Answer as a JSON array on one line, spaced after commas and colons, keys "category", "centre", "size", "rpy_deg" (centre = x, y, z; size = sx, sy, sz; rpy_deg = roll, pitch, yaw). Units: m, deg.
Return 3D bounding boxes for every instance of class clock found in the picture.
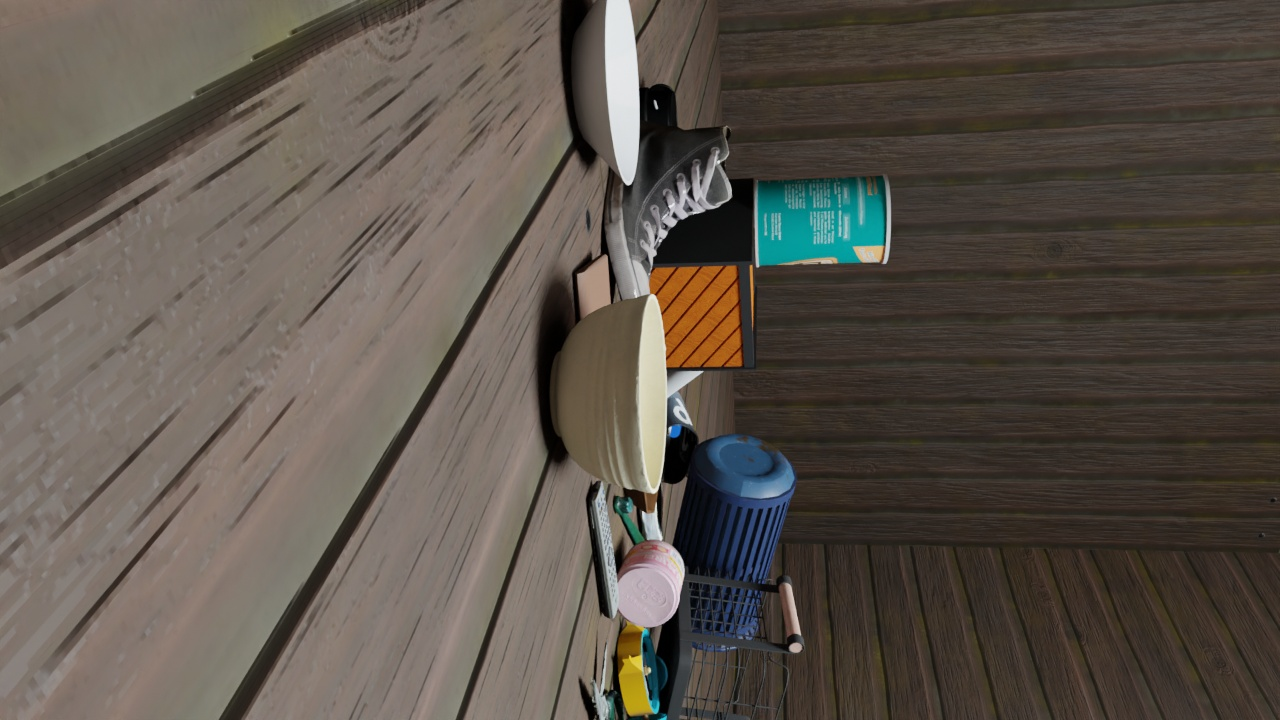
[{"category": "clock", "centre": [0.022, -0.295, 1.140], "size": [0.120, 0.042, 0.091], "rpy_deg": [-67, 155, -69]}, {"category": "clock", "centre": [0.002, 0.334, 0.956], "size": [0.099, 0.044, 0.130], "rpy_deg": [-85, 162, -62]}]

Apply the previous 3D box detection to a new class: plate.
[{"category": "plate", "centre": [0.001, 0.108, 1.023], "size": [0.131, 0.025, 0.131], "rpy_deg": [0, 89, -81]}, {"category": "plate", "centre": [-0.032, -0.241, 0.797], "size": [0.174, 0.036, 0.174], "rpy_deg": [0, 89, -81]}]

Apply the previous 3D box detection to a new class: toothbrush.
[{"category": "toothbrush", "centre": [-0.006, 0.183, 1.006], "size": [0.190, 0.017, 0.016], "rpy_deg": [72, 18, -63]}]

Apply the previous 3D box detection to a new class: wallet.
[{"category": "wallet", "centre": [0.063, -0.010, 1.174], "size": [0.037, 0.115, 0.118], "rpy_deg": [45, 25, -16]}, {"category": "wallet", "centre": [-0.040, -0.027, 0.808], "size": [0.087, 0.013, 0.121], "rpy_deg": [-53, 142, -69]}]

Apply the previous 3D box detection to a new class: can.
[{"category": "can", "centre": [0.009, 0.226, 0.934], "size": [0.076, 0.067, 0.067], "rpy_deg": [-47, 136, -78]}, {"category": "can", "centre": [0.203, -0.157, 1.037], "size": [0.099, 0.144, 0.099], "rpy_deg": [0, 89, -81]}]

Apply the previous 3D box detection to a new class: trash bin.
[{"category": "trash bin", "centre": [0.105, 0.222, 1.142], "size": [0.139, 0.139, 0.250], "rpy_deg": [-74, 175, -61]}, {"category": "trash bin", "centre": [0.063, -0.096, 1.066], "size": [0.172, 0.140, 0.139], "rpy_deg": [80, 13, -48]}]

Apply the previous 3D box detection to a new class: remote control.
[{"category": "remote control", "centre": [-0.033, 0.175, 0.837], "size": [0.033, 0.013, 0.137], "rpy_deg": [-73, 161, -62]}]

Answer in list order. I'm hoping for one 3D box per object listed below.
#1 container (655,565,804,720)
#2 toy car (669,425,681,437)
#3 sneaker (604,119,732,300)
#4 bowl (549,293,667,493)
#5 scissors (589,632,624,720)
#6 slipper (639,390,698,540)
[{"category": "container", "centre": [0.090, 0.366, 1.047], "size": [0.162, 0.130, 0.242], "rpy_deg": [-88, -173, -63]}, {"category": "toy car", "centre": [0.053, 0.118, 1.324], "size": [0.062, 0.033, 0.092], "rpy_deg": [29, 61, -72]}, {"category": "sneaker", "centre": [0.030, -0.148, 0.933], "size": [0.095, 0.120, 0.234], "rpy_deg": [76, 19, -56]}, {"category": "bowl", "centre": [-0.025, 0.025, 0.697], "size": [0.150, 0.075, 0.150], "rpy_deg": [1, 89, -80]}, {"category": "scissors", "centre": [-0.035, 0.354, 0.812], "size": [0.202, 0.015, 0.205], "rpy_deg": [80, 15, -50]}, {"category": "slipper", "centre": [0.041, 0.120, 1.180], "size": [0.263, 0.063, 0.111], "rpy_deg": [-75, 163, -52]}]
